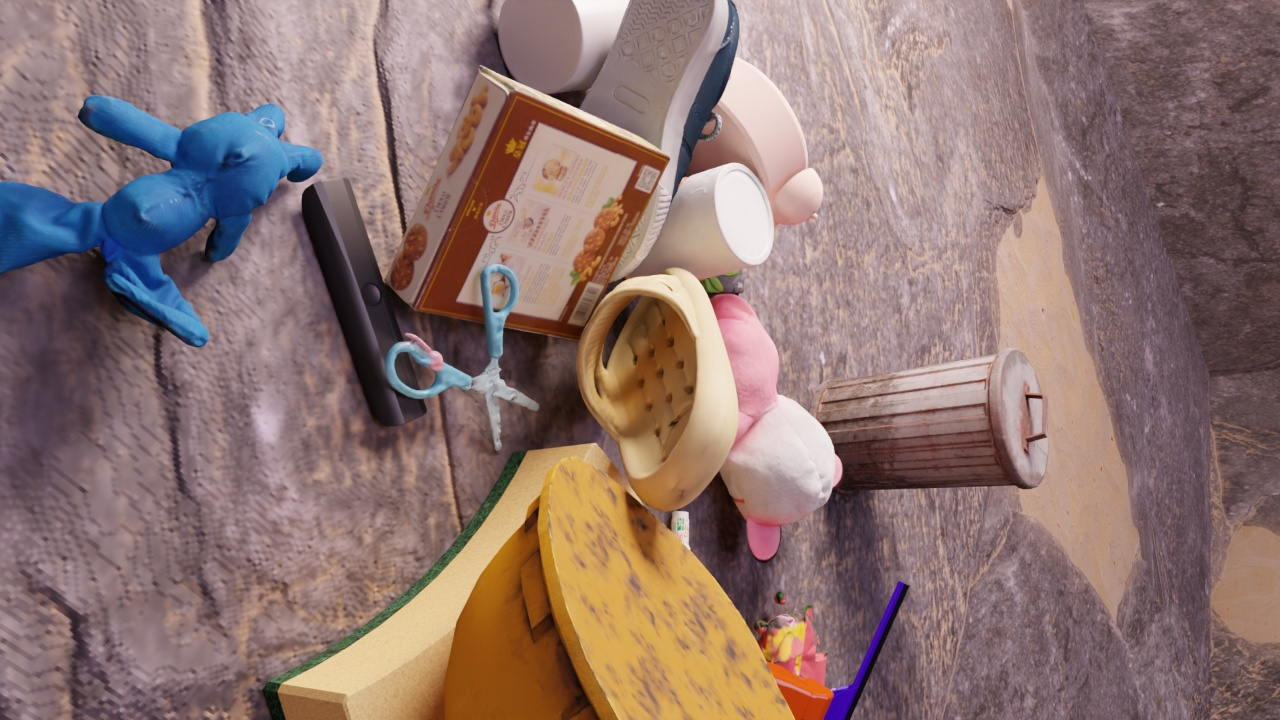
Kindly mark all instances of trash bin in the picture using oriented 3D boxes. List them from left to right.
[{"bbox_3d":[0.289,0.065,0.901,0.130,0.212,0.130,14,71,-48],"label":"trash bin"}]

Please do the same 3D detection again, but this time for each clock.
[{"bbox_3d":[0.070,-0.175,0.761,0.086,0.131,0.160,-45,110,-13],"label":"clock"}]

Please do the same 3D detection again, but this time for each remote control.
[{"bbox_3d":[-0.161,-0.033,0.539,0.033,0.015,0.147,-26,102,-50],"label":"remote control"}]

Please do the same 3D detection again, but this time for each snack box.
[{"bbox_3d":[-0.068,-0.091,0.582,0.146,0.041,0.143,9,115,-49],"label":"snack box"}]

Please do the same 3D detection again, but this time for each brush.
[{"bbox_3d":[-0.071,0.192,0.550,0.249,0.075,0.195,-44,115,-45],"label":"brush"}]

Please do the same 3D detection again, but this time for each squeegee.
[{"bbox_3d":[0.107,0.266,0.732,0.184,0.055,0.249,30,83,-39],"label":"squeegee"}]

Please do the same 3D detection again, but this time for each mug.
[{"bbox_3d":[-0.054,-0.253,0.679,0.112,0.079,0.096,51,40,9],"label":"mug"},{"bbox_3d":[0.040,-0.103,0.725,0.082,0.105,0.082,13,72,-48],"label":"mug"}]

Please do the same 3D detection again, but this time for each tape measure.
[{"bbox_3d":[0.062,-0.087,0.804,0.065,0.036,0.058,2,89,-53],"label":"tape measure"}]

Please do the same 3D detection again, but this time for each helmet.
[{"bbox_3d":[-0.017,0.177,0.431,0.205,0.131,0.255,44,10,-34],"label":"helmet"}]

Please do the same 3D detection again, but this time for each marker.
[{"bbox_3d":[0.029,0.192,0.717,0.017,0.017,0.145,18,68,-47],"label":"marker"}]

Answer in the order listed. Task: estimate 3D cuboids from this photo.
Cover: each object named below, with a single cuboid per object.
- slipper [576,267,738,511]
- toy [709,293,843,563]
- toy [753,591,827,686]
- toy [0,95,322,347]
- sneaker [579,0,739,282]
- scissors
[{"bbox_3d":[-0.004,0.003,0.600,0.079,0.111,0.261,27,18,-18],"label":"slipper"},{"bbox_3d":[0.097,0.053,0.777,0.141,0.084,0.213,-43,111,-46],"label":"toy"},{"bbox_3d":[0.134,0.263,0.808,0.084,0.046,0.103,-47,124,-53],"label":"toy"},{"bbox_3d":[-0.216,-0.075,0.446,0.113,0.071,0.175,53,46,-13],"label":"toy"},{"bbox_3d":[0.010,-0.171,0.670,0.087,0.089,0.236,-19,135,-64],"label":"sneaker"},{"bbox_3d":[-0.095,-0.005,0.573,0.119,0.015,0.138,-62,148,-4],"label":"scissors"}]
